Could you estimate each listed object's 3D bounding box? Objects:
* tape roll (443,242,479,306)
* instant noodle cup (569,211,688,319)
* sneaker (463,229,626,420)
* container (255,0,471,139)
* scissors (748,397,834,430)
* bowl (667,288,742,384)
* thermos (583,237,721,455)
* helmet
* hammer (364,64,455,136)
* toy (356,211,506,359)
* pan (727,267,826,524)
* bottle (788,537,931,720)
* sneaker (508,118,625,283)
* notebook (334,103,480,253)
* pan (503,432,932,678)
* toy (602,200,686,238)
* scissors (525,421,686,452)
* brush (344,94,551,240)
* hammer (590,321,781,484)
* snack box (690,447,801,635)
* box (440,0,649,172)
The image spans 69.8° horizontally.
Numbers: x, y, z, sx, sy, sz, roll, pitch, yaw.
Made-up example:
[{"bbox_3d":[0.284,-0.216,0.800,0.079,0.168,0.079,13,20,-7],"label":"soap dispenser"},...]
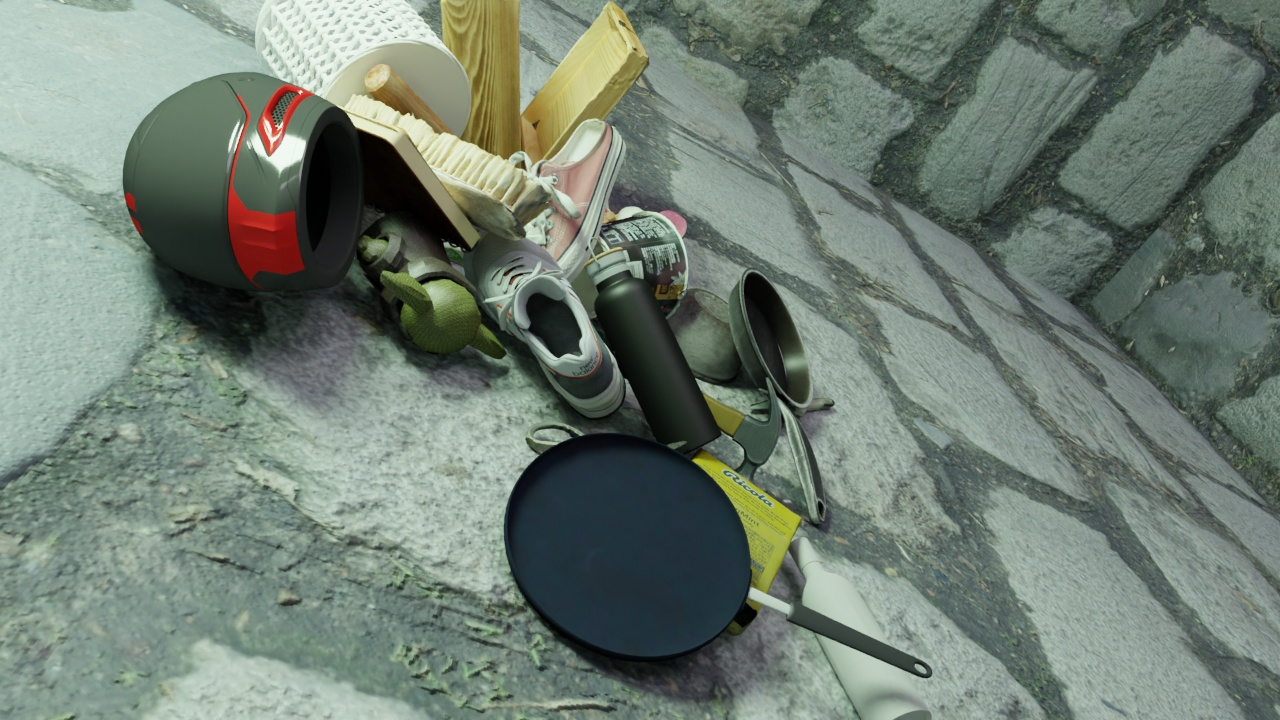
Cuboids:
[{"bbox_3d":[-0.194,-0.094,0.992,0.094,0.018,0.093,27,25,-14],"label":"tape roll"},{"bbox_3d":[-0.029,-0.107,1.086,0.112,0.138,0.137,-10,48,-44],"label":"instant noodle cup"},{"bbox_3d":[-0.098,-0.055,0.880,0.239,0.088,0.124,50,-7,15],"label":"sneaker"},{"bbox_3d":[-0.321,-0.334,1.069,0.189,0.190,0.186,1,41,-49],"label":"container"},{"bbox_3d":[0.196,0.046,1.206,0.179,0.015,0.194,20,29,-26],"label":"scissors"},{"bbox_3d":[0.079,-0.042,1.163,0.145,0.067,0.144,27,26,-14],"label":"bowl"},{"bbox_3d":[0.003,-0.018,0.905,0.061,0.061,0.231,-21,84,-60],"label":"thermos"},{"bbox_3d":[-0.328,-0.148,0.759,0.170,0.164,0.264,1,31,-1],"label":"helmet"},{"bbox_3d":[-0.203,-0.226,1.054,0.301,0.037,0.157,44,10,-47],"label":"hammer"},{"bbox_3d":[-0.206,-0.068,0.857,0.152,0.078,0.179,53,8,33],"label":"toy"},{"bbox_3d":[0.169,0.040,1.092,0.187,0.055,0.356,42,36,-41],"label":"pan"},{"bbox_3d":[0.180,0.235,0.805,0.052,0.053,0.195,16,30,-32],"label":"bottle"},{"bbox_3d":[-0.096,-0.174,1.014,0.118,0.240,0.088,9,-20,41],"label":"sneaker"},{"bbox_3d":[-0.266,-0.190,0.901,0.226,0.024,0.167,26,-19,33],"label":"notebook"},{"bbox_3d":[0.063,0.174,0.718,0.356,0.021,0.198,24,45,1],"label":"pan"},{"bbox_3d":[-0.035,-0.182,1.265,0.194,0.084,0.158,31,53,-7],"label":"toy"},{"bbox_3d":[-0.031,0.092,0.816,0.169,0.013,0.157,26,38,14],"label":"scissors"},{"bbox_3d":[-0.208,-0.194,0.922,0.271,0.056,0.083,28,-15,27],"label":"brush"},{"bbox_3d":[-0.006,0.006,0.952,0.333,0.118,0.025,31,7,7],"label":"hammer"},{"bbox_3d":[0.068,0.160,0.819,0.121,0.045,0.180,34,27,7],"label":"snack box"},{"bbox_3d":[-0.135,-0.380,1.266,0.263,0.270,0.278,0,32,-10],"label":"box"}]
